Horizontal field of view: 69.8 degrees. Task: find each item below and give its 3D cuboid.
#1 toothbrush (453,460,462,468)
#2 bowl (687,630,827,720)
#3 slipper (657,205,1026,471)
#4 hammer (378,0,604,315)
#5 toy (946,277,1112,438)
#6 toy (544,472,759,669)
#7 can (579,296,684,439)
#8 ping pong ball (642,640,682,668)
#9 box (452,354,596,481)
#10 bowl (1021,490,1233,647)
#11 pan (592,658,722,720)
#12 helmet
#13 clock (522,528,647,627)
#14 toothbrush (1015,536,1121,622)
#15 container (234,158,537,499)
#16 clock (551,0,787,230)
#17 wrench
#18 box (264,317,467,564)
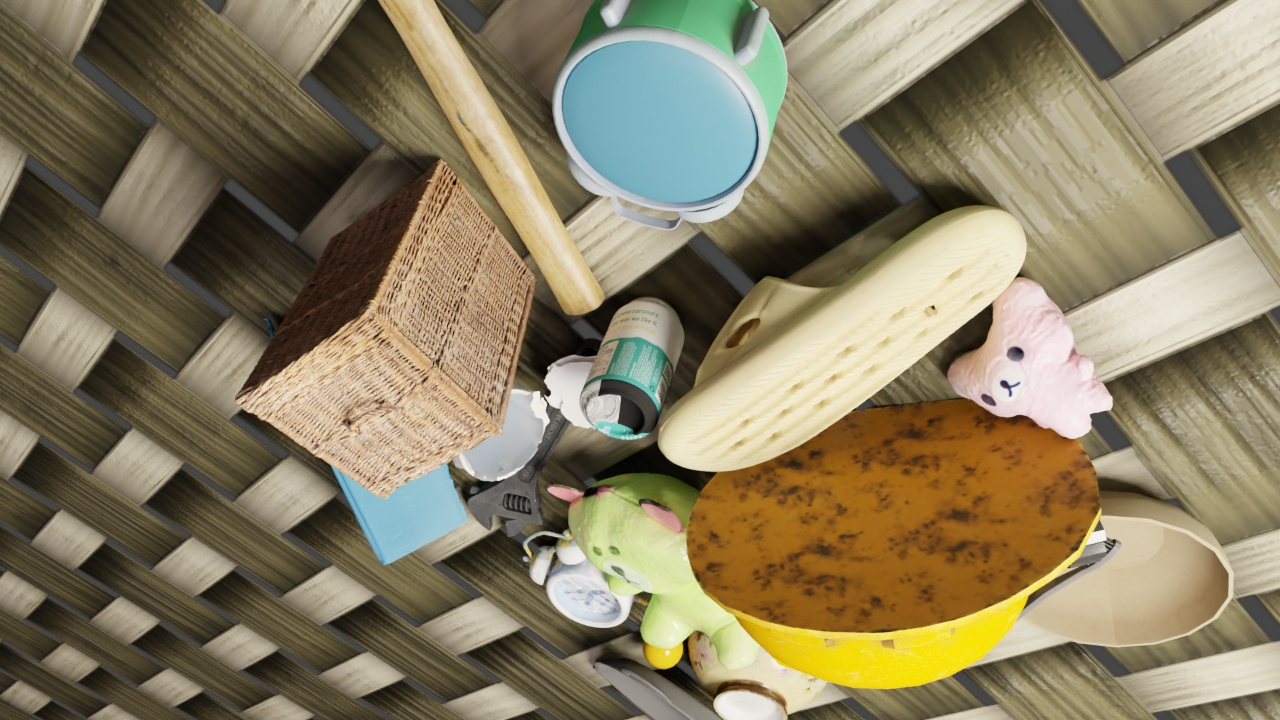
[{"bbox_3d":[-0.170,0.018,0.757,0.022,0.024,0.186,-23,131,-15],"label":"toothbrush"},{"bbox_3d":[0.112,0.316,0.900,0.145,0.063,0.145,9,133,10],"label":"bowl"},{"bbox_3d":[0.119,-0.020,0.593,0.262,0.079,0.111,-37,138,23],"label":"slipper"},{"bbox_3d":[-0.111,-0.161,0.573,0.132,0.033,0.331,-12,126,25],"label":"hammer"},{"bbox_3d":[0.247,0.007,0.576,0.096,0.052,0.099,48,142,29],"label":"toy"},{"bbox_3d":[0.025,0.163,0.774,0.150,0.107,0.197,0,123,41],"label":"toy"},{"bbox_3d":[-0.004,0.004,0.634,0.055,0.101,0.055,9,132,10],"label":"can"},{"bbox_3d":[0.022,0.288,0.920,0.040,0.040,0.040,9,132,10],"label":"ping pong ball"},{"bbox_3d":[-0.096,0.030,0.701,0.147,0.136,0.084,31,144,45],"label":"box"},{"bbox_3d":[0.346,0.147,0.680,0.152,0.050,0.153,10,133,11],"label":"bowl"},{"bbox_3d":[0.057,0.400,0.991,0.217,0.024,0.355,21,151,35],"label":"pan"},{"bbox_3d":[0.169,0.138,0.615,0.255,0.205,0.131,-16,121,6],"label":"helmet"},{"bbox_3d":[-0.055,0.198,0.861,0.125,0.051,0.089,39,132,-13],"label":"clock"},{"bbox_3d":[0.294,0.176,0.678,0.013,0.012,0.168,29,134,4],"label":"toothbrush"},{"bbox_3d":[-0.151,-0.022,0.596,0.114,0.198,0.113,-29,120,23],"label":"container"},{"bbox_3d":[0.014,-0.138,0.528,0.122,0.075,0.162,17,146,2],"label":"clock"},{"bbox_3d":[-0.086,0.074,0.783,0.073,0.018,0.274,27,132,-6],"label":"wrench"},{"bbox_3d":[-0.239,0.059,0.811,0.112,0.094,0.232,45,154,44],"label":"box"}]
